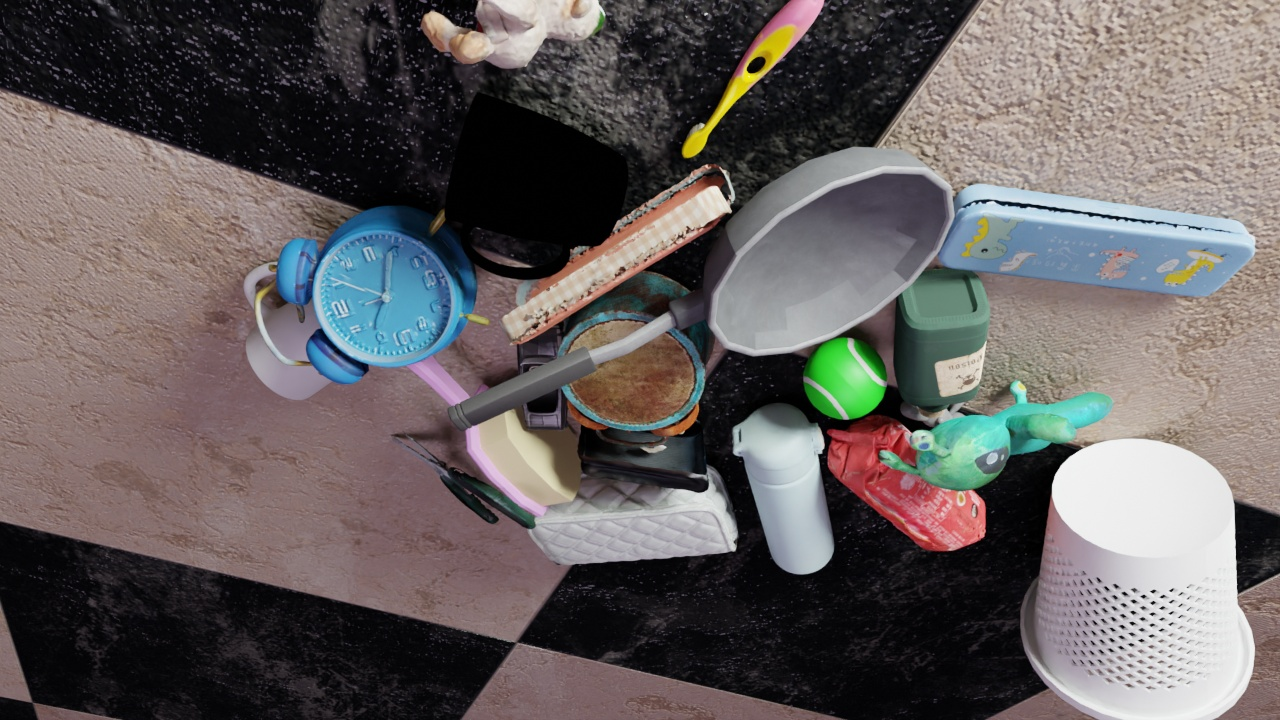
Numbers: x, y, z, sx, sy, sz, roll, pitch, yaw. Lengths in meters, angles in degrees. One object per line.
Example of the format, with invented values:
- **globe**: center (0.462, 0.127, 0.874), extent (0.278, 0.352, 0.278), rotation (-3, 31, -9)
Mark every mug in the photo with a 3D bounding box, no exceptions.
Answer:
- **mug**: center (-0.266, -0.035, 0.732), extent (0.090, 0.071, 0.107), rotation (-31, 100, 21)
- **mug**: center (-0.071, -0.105, 0.602), extent (0.104, 0.084, 0.112), rotation (13, 118, -19)

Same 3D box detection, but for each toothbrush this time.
- **toothbrush**: center (0.066, -0.176, 0.566), extent (0.021, 0.016, 0.136), rotation (27, 132, -20)

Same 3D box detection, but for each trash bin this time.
- **trash bin**: center (0.442, 0.188, 0.821), extent (0.196, 0.195, 0.200), rotation (-9, 127, 16)

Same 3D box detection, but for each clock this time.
- **clock**: center (-0.197, -0.044, 0.666), extent (0.161, 0.060, 0.117), rotation (-19, 109, 2)
- **clock**: center (-0.004, 0.005, 0.729), extent (0.121, 0.073, 0.158), rotation (6, 127, 5)

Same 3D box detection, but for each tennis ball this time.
- **tennis ball**: center (0.163, 0.014, 0.730), extent (0.065, 0.065, 0.065), rotation (3, 139, 3)

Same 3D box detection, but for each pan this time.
- **pan**: center (0.038, -0.038, 0.611), extent (0.357, 0.041, 0.179), rotation (-24, 150, -2)

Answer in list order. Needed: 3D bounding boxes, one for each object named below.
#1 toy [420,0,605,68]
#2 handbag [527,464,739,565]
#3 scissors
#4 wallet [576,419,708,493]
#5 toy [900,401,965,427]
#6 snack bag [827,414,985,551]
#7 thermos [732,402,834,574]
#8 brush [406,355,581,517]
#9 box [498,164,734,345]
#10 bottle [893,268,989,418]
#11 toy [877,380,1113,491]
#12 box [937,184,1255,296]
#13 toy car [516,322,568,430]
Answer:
- **toy**: center (-0.068, -0.200, 0.510), extent (0.105, 0.085, 0.074), rotation (-4, 111, -19)
- **handbag**: center (-0.007, 0.150, 0.901), extent (0.195, 0.072, 0.139), rotation (-6, 146, 12)
- **scissors**: center (-0.154, 0.129, 0.869), extent (0.202, 0.015, 0.202), rotation (27, 160, 30)
- **wallet**: center (0.001, 0.076, 0.798), extent (0.115, 0.089, 0.026), rotation (10, 118, -5)
- **toy**: center (0.272, 0.059, 0.795), extent (0.111, 0.030, 0.049), rotation (32, 105, -22)
- **snack bag**: center (0.242, 0.115, 0.823), extent (0.083, 0.082, 0.176), rotation (-30, 126, 34)
- **thermos**: center (0.138, 0.121, 0.854), extent (0.078, 0.065, 0.207), rotation (-6, 137, 13)
- **brush**: center (-0.127, 0.044, 0.781), extent (0.043, 0.089, 0.229), rotation (-21, 130, 21)
- **box**: center (-0.017, -0.071, 0.634), extent (0.187, 0.085, 0.048), rotation (-29, 102, 21)
- **bottle**: center (0.228, -0.004, 0.705), extent (0.061, 0.061, 0.131), rotation (-5, 138, 9)
- **toy**: center (0.285, 0.059, 0.737), extent (0.193, 0.072, 0.131), rotation (-13, 161, -19)
- **box**: center (0.312, -0.076, 0.634), extent (0.209, 0.037, 0.066), rotation (8, 141, -2)
- **toy car**: center (-0.081, 0.015, 0.760), extent (0.040, 0.037, 0.092), rotation (0, 106, 8)
